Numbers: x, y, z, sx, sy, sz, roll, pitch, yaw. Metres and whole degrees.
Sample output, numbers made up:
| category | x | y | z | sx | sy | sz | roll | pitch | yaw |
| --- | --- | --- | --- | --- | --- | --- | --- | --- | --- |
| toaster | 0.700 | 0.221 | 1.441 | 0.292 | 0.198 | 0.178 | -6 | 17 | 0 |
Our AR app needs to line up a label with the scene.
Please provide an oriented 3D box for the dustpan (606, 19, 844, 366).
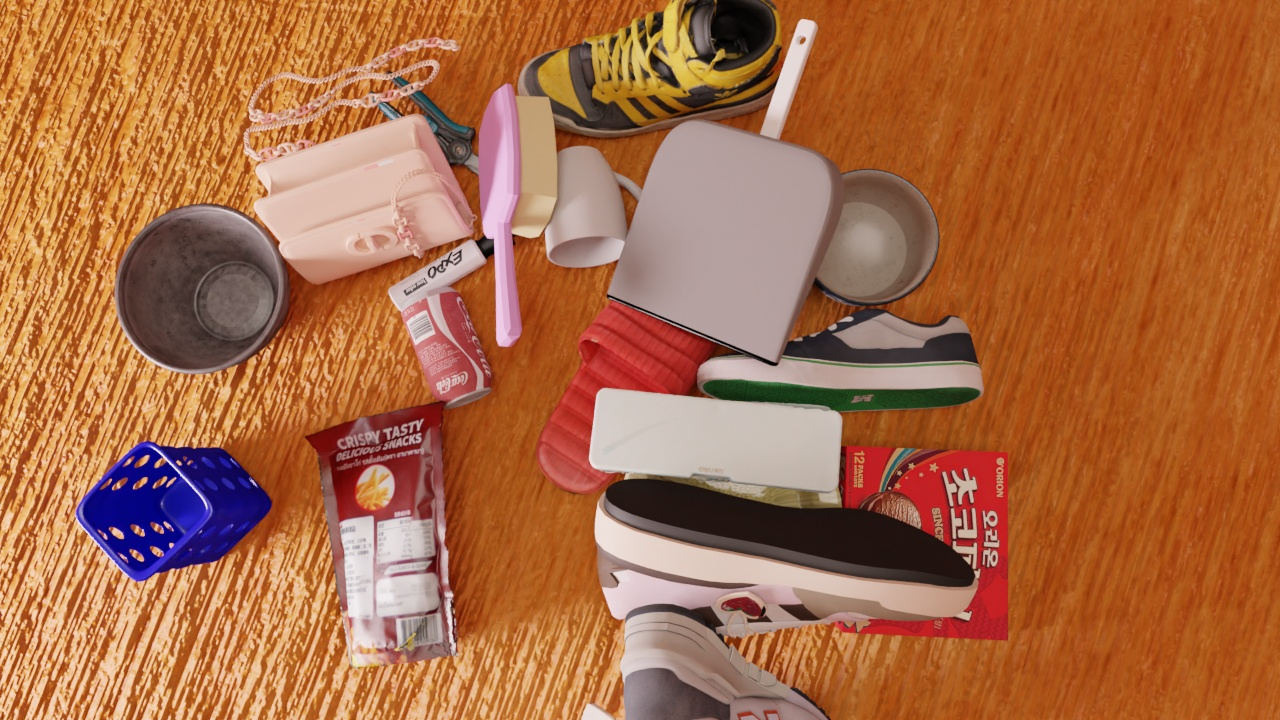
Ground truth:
| category | x | y | z | sx | sy | sz | roll | pitch | yaw |
| --- | --- | --- | --- | --- | --- | --- | --- | --- | --- |
| dustpan | 0.084 | -0.144 | 0.725 | 0.163 | 0.033 | 0.258 | 24 | 101 | 29 |

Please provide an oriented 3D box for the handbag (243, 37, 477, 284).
| category | x | y | z | sx | sy | sz | roll | pitch | yaw |
| --- | --- | --- | --- | --- | --- | --- | --- | --- | --- |
| handbag | -0.231 | -0.175 | 0.815 | 0.199 | 0.117 | 0.187 | -17 | 53 | 4 |

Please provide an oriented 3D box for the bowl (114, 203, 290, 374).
| category | x | y | z | sx | sy | sz | roll | pitch | yaw |
| --- | --- | --- | --- | --- | --- | --- | --- | --- | --- |
| bowl | -0.368 | -0.057 | 0.799 | 0.145 | 0.067 | 0.145 | 0 | 84 | 2 |

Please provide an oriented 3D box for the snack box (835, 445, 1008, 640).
| category | x | y | z | sx | sy | sz | roll | pitch | yaw |
| --- | --- | --- | --- | --- | --- | --- | --- | --- | --- |
| snack box | 0.235 | 0.151 | 0.771 | 0.133 | 0.036 | 0.152 | 2 | 84 | 2 |

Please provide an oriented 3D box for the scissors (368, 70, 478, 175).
| category | x | y | z | sx | sy | sz | roll | pitch | yaw |
| --- | --- | --- | --- | --- | --- | --- | --- | --- | --- |
| scissors | -0.188 | -0.202 | 0.833 | 0.135 | 0.019 | 0.130 | -6 | 91 | 2 |

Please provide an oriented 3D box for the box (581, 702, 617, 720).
| category | x | y | z | sx | sy | sz | roll | pitch | yaw |
| --- | --- | --- | --- | --- | --- | --- | --- | --- | --- |
| box | -0.030 | 0.340 | 0.689 | 0.081 | 0.182 | 0.143 | 16 | 80 | 8 |

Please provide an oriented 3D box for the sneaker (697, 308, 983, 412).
| category | x | y | z | sx | sy | sz | roll | pitch | yaw |
| --- | --- | --- | --- | --- | --- | --- | --- | --- | --- |
| sneaker | 0.164 | -0.004 | 0.773 | 0.235 | 0.084 | 0.079 | -1 | 70 | -2 |

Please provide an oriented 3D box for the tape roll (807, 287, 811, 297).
| category | x | y | z | sx | sy | sz | roll | pitch | yaw |
| --- | --- | --- | --- | --- | --- | --- | --- | --- | --- |
| tape roll | 0.113 | -0.093 | 0.772 | 0.030 | 0.094 | 0.093 | -19 | 83 | 0 |

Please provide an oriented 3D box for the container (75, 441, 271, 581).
| category | x | y | z | sx | sy | sz | roll | pitch | yaw |
| --- | --- | --- | --- | --- | --- | --- | --- | --- | --- |
| container | -0.378 | 0.121 | 0.757 | 0.085 | 0.113 | 0.084 | -45 | 84 | -3 |

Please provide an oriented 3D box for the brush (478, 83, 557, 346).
| category | x | y | z | sx | sy | sz | roll | pitch | yaw |
| --- | --- | --- | --- | --- | --- | --- | --- | --- | --- |
| brush | -0.101 | -0.119 | 0.766 | 0.043 | 0.089 | 0.228 | 3 | 68 | -25 |

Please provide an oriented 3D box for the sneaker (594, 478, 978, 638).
| category | x | y | z | sx | sy | sz | roll | pitch | yaw |
| --- | --- | --- | --- | --- | --- | --- | --- | --- | --- |
| sneaker | 0.105 | 0.180 | 0.712 | 0.294 | 0.111 | 0.116 | 8 | 106 | 1 |

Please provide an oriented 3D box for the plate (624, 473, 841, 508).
| category | x | y | z | sx | sy | sz | roll | pitch | yaw |
| --- | --- | --- | --- | --- | --- | --- | --- | --- | --- |
| plate | 0.075 | 0.130 | 0.778 | 0.184 | 0.036 | 0.184 | 0 | 84 | 2 |

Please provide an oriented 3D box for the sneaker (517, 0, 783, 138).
| category | x | y | z | sx | sy | sz | roll | pitch | yaw |
| --- | --- | --- | --- | --- | --- | --- | --- | --- | --- |
| sneaker | 0.009 | -0.256 | 0.780 | 0.238 | 0.122 | 0.086 | -7 | 82 | 0 |

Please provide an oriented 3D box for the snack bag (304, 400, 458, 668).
| category | x | y | z | sx | sy | sz | roll | pitch | yaw |
| --- | --- | --- | --- | --- | --- | --- | --- | --- | --- |
| snack bag | -0.214 | 0.147 | 0.767 | 0.139 | 0.066 | 0.208 | -14 | 82 | 23 |

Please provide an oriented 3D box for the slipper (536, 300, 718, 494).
| category | x | y | z | sx | sy | sz | roll | pitch | yaw |
| --- | --- | --- | --- | --- | --- | --- | --- | --- | --- |
| slipper | -0.005 | 0.005 | 0.785 | 0.103 | 0.059 | 0.248 | 36 | 88 | 5 |

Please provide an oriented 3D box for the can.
| category | x | y | z | sx | sy | sz | roll | pitch | yaw |
| --- | --- | --- | --- | --- | --- | --- | --- | --- | --- |
| can | -0.166 | -0.011 | 0.794 | 0.054 | 0.054 | 0.096 | -23 | 84 | -1 |

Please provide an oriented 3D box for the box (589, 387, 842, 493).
| category | x | y | z | sx | sy | sz | roll | pitch | yaw |
| --- | --- | --- | --- | --- | --- | --- | --- | --- | --- |
| box | 0.060 | 0.063 | 0.735 | 0.199 | 0.072 | 0.086 | 4 | 111 | 3 |

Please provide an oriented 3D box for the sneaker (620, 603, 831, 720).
| category | x | y | z | sx | sy | sz | roll | pitch | yaw |
| --- | --- | --- | --- | --- | --- | --- | --- | --- | --- |
| sneaker | 0.062 | 0.291 | 0.677 | 0.089 | 0.124 | 0.240 | -29 | 119 | 33 |

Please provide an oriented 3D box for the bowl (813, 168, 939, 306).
| category | x | y | z | sx | sy | sz | roll | pitch | yaw |
| --- | --- | --- | --- | --- | --- | --- | --- | --- | --- |
| bowl | 0.190 | -0.099 | 0.787 | 0.115 | 0.059 | 0.115 | 0 | 84 | 2 |

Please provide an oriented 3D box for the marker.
| category | x | y | z | sx | sy | sz | roll | pitch | yaw |
| --- | --- | --- | --- | --- | --- | --- | --- | --- | --- |
| marker | -0.164 | -0.085 | 0.816 | 0.126 | 0.025 | 0.025 | -31 | 84 | -1 |

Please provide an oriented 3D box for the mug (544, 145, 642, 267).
| category | x | y | z | sx | sy | sz | roll | pitch | yaw |
| --- | --- | --- | --- | --- | --- | --- | --- | --- | --- |
| mug | -0.034 | -0.135 | 0.803 | 0.107 | 0.071 | 0.089 | 0 | 74 | -26 |
